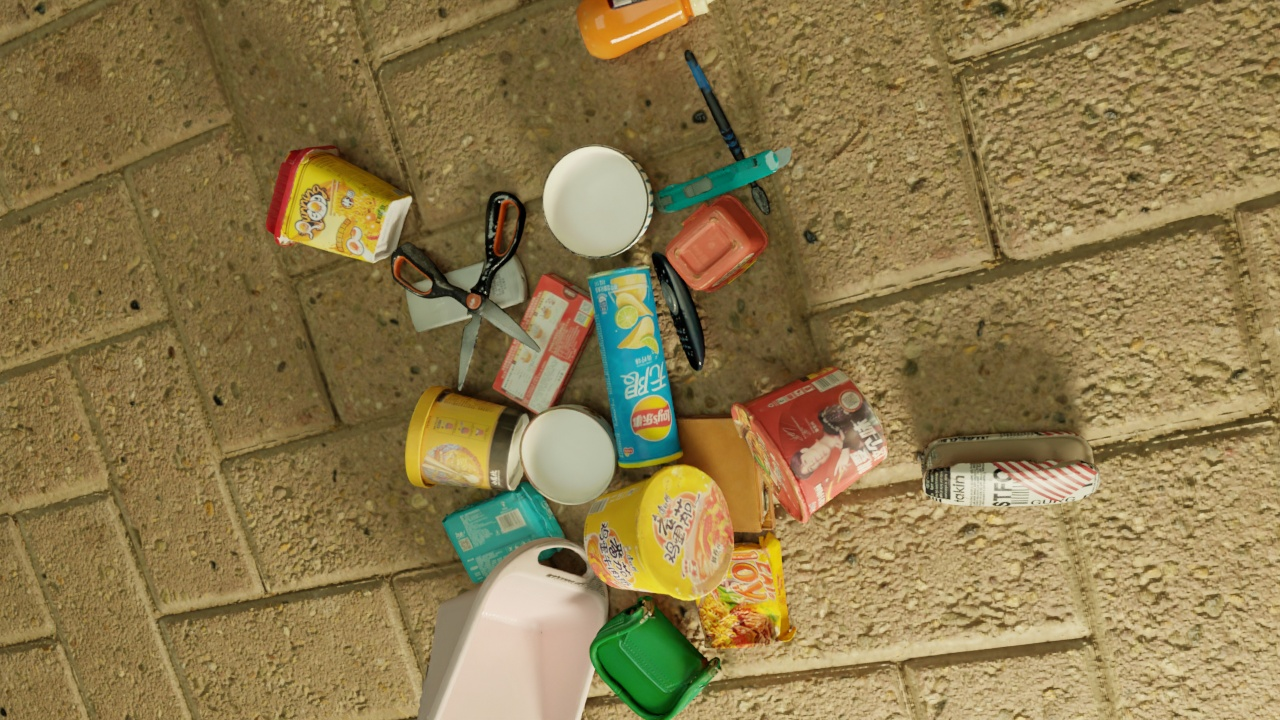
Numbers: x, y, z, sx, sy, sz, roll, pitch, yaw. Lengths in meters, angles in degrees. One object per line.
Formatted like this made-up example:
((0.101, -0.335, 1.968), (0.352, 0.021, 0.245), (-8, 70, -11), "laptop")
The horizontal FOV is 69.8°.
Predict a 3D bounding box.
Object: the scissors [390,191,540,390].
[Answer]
((-0.195, -0.084, 1.033), (0.221, 0.021, 0.233), (17, 91, 22), "scissors")

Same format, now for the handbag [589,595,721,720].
((0.015, 0.338, 1.047), (0.131, 0.067, 0.120), (43, 129, 7), "handbag")

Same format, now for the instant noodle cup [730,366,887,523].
((0.172, 0.077, 0.917), (0.108, 0.138, 0.138), (-29, 92, -6), "instant noodle cup")

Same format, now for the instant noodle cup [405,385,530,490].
((-0.193, 0.095, 1.053), (0.114, 0.118, 0.118), (8, 104, 7), "instant noodle cup")

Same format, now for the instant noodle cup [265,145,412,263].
((-0.339, -0.172, 1.046), (0.123, 0.116, 0.116), (22, 107, -1), "instant noodle cup")

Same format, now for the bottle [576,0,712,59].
((0.013, -0.354, 0.923), (0.150, 0.066, 0.067), (-15, 97, 12), "bottle")

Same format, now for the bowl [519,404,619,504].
((-0.074, 0.100, 1.041), (0.113, 0.062, 0.113), (4, 104, 16), "bowl")

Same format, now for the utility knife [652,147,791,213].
((0.080, -0.186, 0.948), (0.167, 0.013, 0.029), (-17, 97, 29), "utility knife")

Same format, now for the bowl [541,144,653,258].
((-0.039, -0.168, 0.972), (0.116, 0.066, 0.116), (3, 102, 15), "bowl")

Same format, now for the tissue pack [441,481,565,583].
((-0.166, 0.207, 1.098), (0.134, 0.050, 0.093), (-23, 96, 20), "tissue pack")

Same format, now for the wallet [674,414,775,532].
((0.092, 0.124, 1.012), (0.108, 0.031, 0.132), (-3, 100, 21), "wallet")

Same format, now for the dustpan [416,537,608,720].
((-0.126, 0.343, 1.012), (0.139, 0.222, 0.273), (-24, 57, 31), "dustpan")

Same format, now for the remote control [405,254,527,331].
((-0.201, -0.078, 1.063), (0.150, 0.021, 0.058), (-14, 89, 18), "remote control")

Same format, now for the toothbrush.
((0.089, -0.235, 0.946), (0.014, 0.016, 0.189), (-26, 92, 19), "toothbrush")

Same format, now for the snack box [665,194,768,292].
((0.074, -0.119, 0.941), (0.091, 0.080, 0.082), (-40, 87, 21), "snack box")

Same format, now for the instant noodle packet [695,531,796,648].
((0.111, 0.260, 1.029), (0.111, 0.044, 0.128), (-9, 99, 16), "instant noodle packet")

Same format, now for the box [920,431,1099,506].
((0.367, 0.106, 0.922), (0.164, 0.082, 0.075), (-7, 133, 17), "box")

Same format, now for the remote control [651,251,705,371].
((0.045, -0.054, 0.979), (0.024, 0.053, 0.136), (-22, 103, -9), "remote control")

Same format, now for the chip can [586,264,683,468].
((-0.006, 0.006, 0.988), (0.071, 0.071, 0.210), (-8, 94, 18), "chip can")

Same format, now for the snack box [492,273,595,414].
((-0.106, -0.016, 1.046), (0.075, 0.025, 0.153), (30, 108, 10), "snack box")

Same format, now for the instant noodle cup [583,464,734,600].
((0.013, 0.187, 0.978), (0.110, 0.137, 0.138), (-20, 96, 47), "instant noodle cup")
